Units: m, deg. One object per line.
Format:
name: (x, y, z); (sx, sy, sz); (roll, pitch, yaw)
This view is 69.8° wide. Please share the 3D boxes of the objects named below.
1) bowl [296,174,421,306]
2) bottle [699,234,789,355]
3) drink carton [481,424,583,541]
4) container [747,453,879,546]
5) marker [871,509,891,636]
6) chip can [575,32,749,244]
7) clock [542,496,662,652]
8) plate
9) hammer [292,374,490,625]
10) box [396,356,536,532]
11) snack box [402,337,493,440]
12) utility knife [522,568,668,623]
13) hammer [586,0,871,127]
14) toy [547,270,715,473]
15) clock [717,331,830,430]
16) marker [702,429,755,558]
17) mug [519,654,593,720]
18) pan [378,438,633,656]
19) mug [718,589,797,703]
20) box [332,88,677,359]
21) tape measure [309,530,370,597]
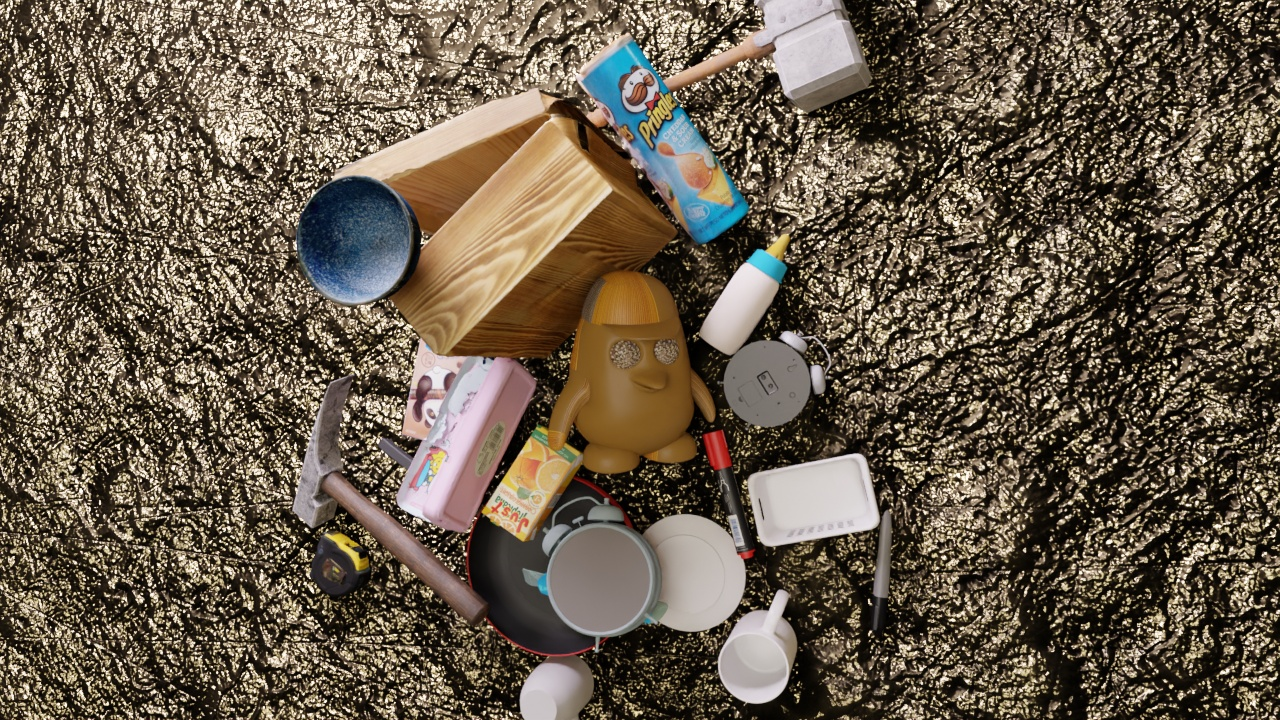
bowl: (-0.241, -0.105, 0.823); (0.114, 0.060, 0.114); (1, 93, 16)
bottle: (0.122, -0.076, 1.013); (0.051, 0.051, 0.146); (35, 99, 13)
drink carton: (-0.119, 0.140, 1.027); (0.058, 0.041, 0.122); (32, 89, 12)
container: (0.188, 0.149, 0.996); (0.129, 0.049, 0.080); (-13, 87, 15)
marker: (0.261, 0.231, 0.991); (0.016, 0.022, 0.138); (5, 92, 25)
chip can: (0.025, -0.237, 0.997); (0.080, 0.079, 0.229); (-34, 101, 12)
clock: (-0.045, 0.226, 1.000); (0.122, 0.045, 0.159); (-27, 75, 4)
plate: (0.053, 0.245, 1.053); (0.135, 0.011, 0.134); (0, 90, 15)
hammer: (-0.281, 0.180, 1.075); (0.300, 0.037, 0.218); (36, 122, 18)
box: (-0.204, 0.087, 1.044); (0.095, 0.088, 0.201); (15, 71, 29)
snack box: (-0.232, 0.027, 1.119); (0.087, 0.034, 0.151); (13, 93, 14)
utility knife: (-0.054, 0.262, 1.026); (0.173, 0.015, 0.031); (13, 91, 13)
hammer: (0.075, -0.325, 1.021); (0.318, 0.082, 0.162); (-19, 85, 22)
toy: (-0.006, 0.006, 0.983); (0.198, 0.162, 0.203); (-7, 105, -23)
clock: (0.151, 0.019, 1.015); (0.123, 0.035, 0.094); (-33, 82, 12)
marker: (0.100, 0.151, 1.035); (0.023, 0.021, 0.145); (-14, 86, -8)
mug: (-0.094, 0.401, 1.052); (0.071, 0.089, 0.107); (-23, 84, 14)
pan: (-0.159, 0.194, 1.082); (0.356, 0.067, 0.209); (34, 98, 13)
mug: (0.134, 0.301, 0.990); (0.074, 0.090, 0.110); (22, 95, 14)
box: (-0.123, -0.159, 0.965); (0.257, 0.279, 0.215); (-40, 79, 11)
tape measure: (-0.378, 0.260, 1.156); (0.072, 0.042, 0.071); (22, 92, 12)
